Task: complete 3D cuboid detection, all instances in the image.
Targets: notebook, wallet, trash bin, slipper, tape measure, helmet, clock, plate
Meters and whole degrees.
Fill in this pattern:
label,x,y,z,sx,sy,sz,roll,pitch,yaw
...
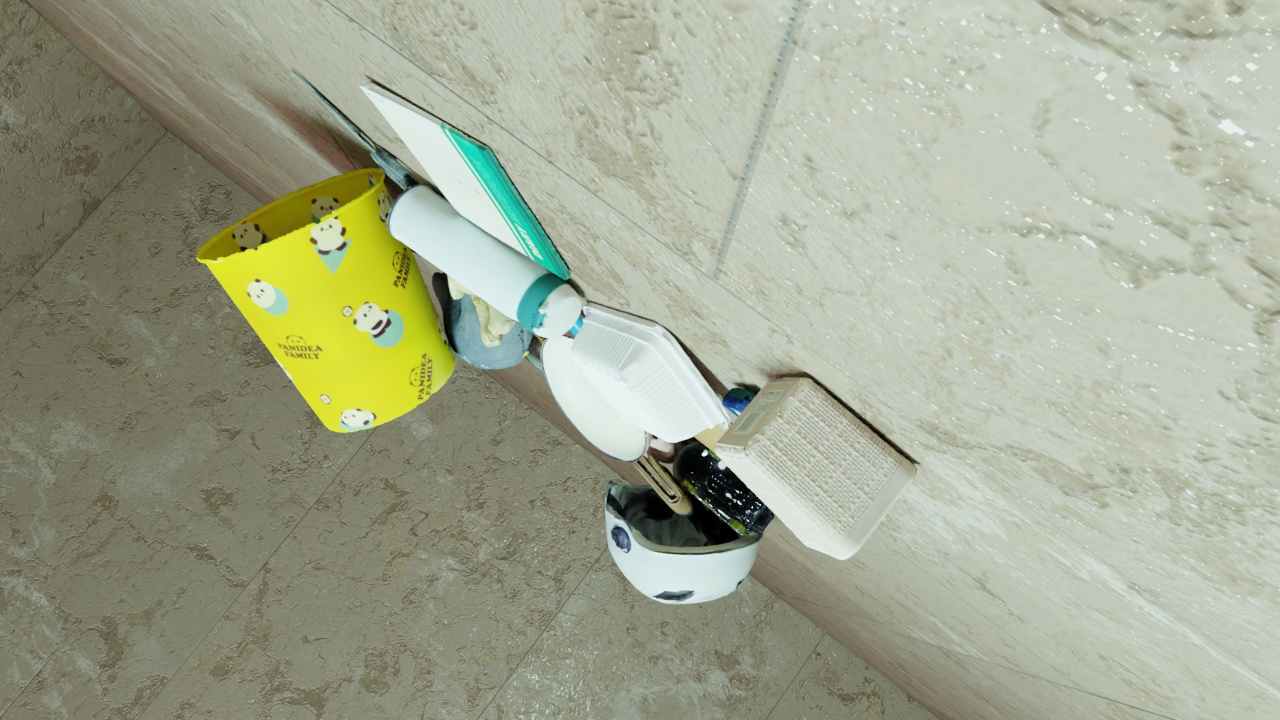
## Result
label,x,y,z,sx,sy,sz,roll,pitch,yaw
notebook,0.113,0.108,1.112,0.149,0.012,0.212,39,171,-9
wallet,0.032,0.168,1.242,0.090,0.033,0.115,48,178,20
trash bin,-0.360,-0.068,1.111,0.230,0.229,0.255,24,141,55
slipper,0.008,0.100,1.293,0.114,0.054,0.274,40,173,17
tape measure,0.103,0.045,0.811,0.054,0.025,0.058,38,174,-14
helmet,0.059,0.274,1.342,0.228,0.146,0.259,-5,-159,-25
clock,-0.126,-0.018,1.247,0.082,0.055,0.122,31,166,39
plate,-0.049,0.040,1.158,0.192,0.039,0.193,36,147,28
notebook,-0.149,-0.157,0.823,0.150,0.012,0.209,32,169,25

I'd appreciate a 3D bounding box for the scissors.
label,x,y,z,sx,sy,sz,roll,pitch,yaw
scissors,-0.295,-0.238,0.969,0.142,0.014,0.173,36,169,28

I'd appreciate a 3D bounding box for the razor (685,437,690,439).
label,x,y,z,sx,sy,sz,roll,pitch,yaw
razor,0.043,0.059,1.043,0.043,0.022,0.143,36,162,23

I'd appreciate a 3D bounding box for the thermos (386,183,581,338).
label,x,y,z,sx,sy,sz,roll,pitch,yaw
thermos,-0.159,-0.102,0.955,0.224,0.073,0.073,34,170,18

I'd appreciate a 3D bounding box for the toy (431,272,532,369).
label,x,y,z,sx,sy,sz,roll,pitch,yaw
toy,-0.197,-0.055,1.171,0.357,0.091,0.138,7,111,62

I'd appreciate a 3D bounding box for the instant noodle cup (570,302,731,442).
label,x,y,z,sx,sy,sz,roll,pitch,yaw
instant noodle cup,-0.002,0.019,0.915,0.138,0.060,0.173,53,166,-28

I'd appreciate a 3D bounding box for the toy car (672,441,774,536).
label,x,y,z,sx,sy,sz,roll,pitch,yaw
toy car,0.113,0.173,1.243,0.158,0.070,0.042,40,172,0

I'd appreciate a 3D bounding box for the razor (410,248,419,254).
label,x,y,z,sx,sy,sz,roll,pitch,yaw
razor,-0.286,-0.156,1.179,0.167,0.067,0.062,24,128,33

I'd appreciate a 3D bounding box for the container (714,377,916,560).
label,x,y,z,sx,sy,sz,roll,pitch,yaw
container,0.127,0.075,0.692,0.111,0.089,0.090,43,170,-8

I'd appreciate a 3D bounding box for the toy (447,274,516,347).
label,x,y,z,sx,sy,sz,roll,pitch,yaw
toy,-0.190,-0.088,1.029,0.105,0.066,0.157,-42,74,47

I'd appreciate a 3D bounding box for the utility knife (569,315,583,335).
label,x,y,z,sx,sy,sz,roll,pitch,yaw
utility knife,-0.037,-0.001,1.041,0.202,0.018,0.034,50,167,-16
